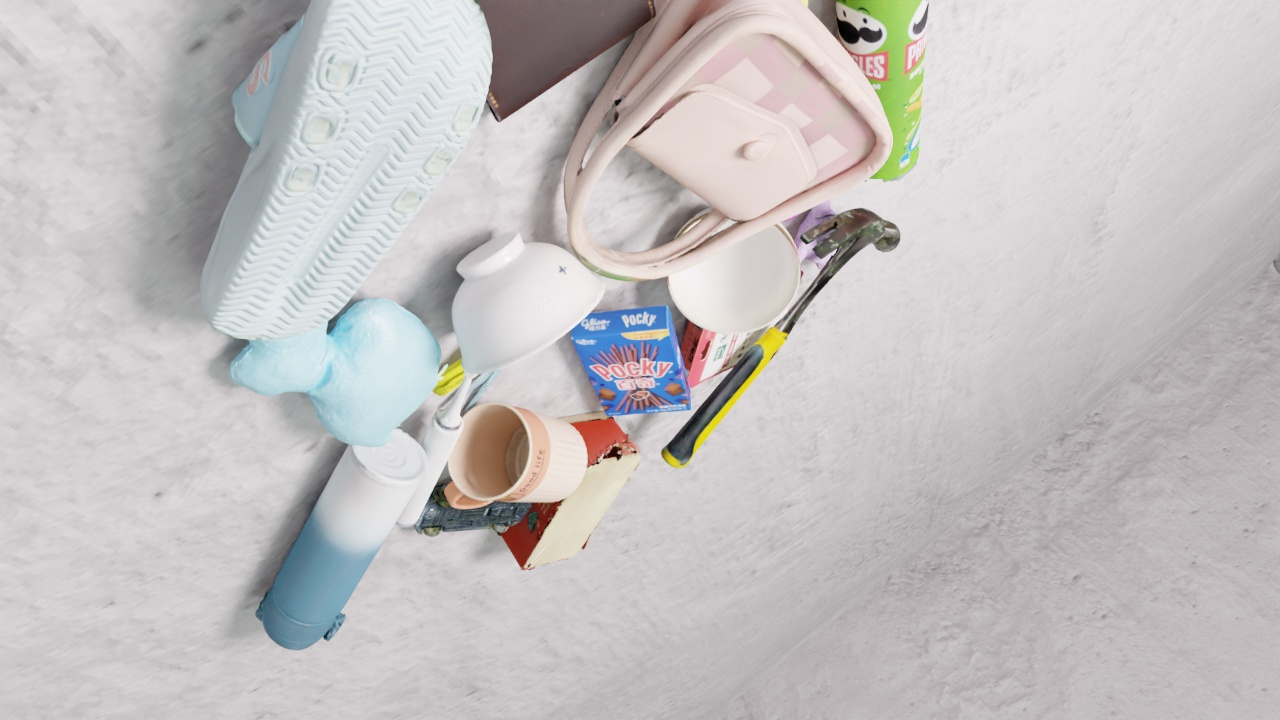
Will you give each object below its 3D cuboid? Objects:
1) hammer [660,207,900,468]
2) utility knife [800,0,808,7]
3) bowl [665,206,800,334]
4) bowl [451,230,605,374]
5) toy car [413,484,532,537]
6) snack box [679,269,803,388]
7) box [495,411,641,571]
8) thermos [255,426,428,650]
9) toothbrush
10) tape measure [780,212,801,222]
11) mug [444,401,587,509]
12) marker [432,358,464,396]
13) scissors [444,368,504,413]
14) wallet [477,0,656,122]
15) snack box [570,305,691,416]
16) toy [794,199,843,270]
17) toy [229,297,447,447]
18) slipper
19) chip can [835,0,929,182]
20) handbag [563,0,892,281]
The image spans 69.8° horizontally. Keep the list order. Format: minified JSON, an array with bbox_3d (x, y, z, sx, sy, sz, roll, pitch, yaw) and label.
[{"bbox_3d":[0.123,-0.015,0.902,0.126,0.032,0.324,5,129,-54],"label":"hammer"},{"bbox_3d":[0.105,-0.237,0.668,0.030,0.019,0.173,-26,136,-29],"label":"utility knife"},{"bbox_3d":[0.080,-0.086,0.795,0.114,0.113,0.062,-57,-171,27],"label":"bowl"},{"bbox_3d":[-0.091,-0.051,0.643,0.118,0.118,0.065,-35,113,-10],"label":"bowl"},{"bbox_3d":[-0.158,0.136,0.869,0.120,0.036,0.054,0,133,-36],"label":"toy car"},{"bbox_3d":[0.089,-0.040,0.907,0.126,0.044,0.113,-24,148,-30],"label":"snack box"},{"bbox_3d":[-0.070,0.139,0.932,0.091,0.079,0.169,-5,136,-46],"label":"box"},{"bbox_3d":[-0.247,0.152,0.754,0.070,0.070,0.221,0,131,-50],"label":"thermos"},{"bbox_3d":[-0.165,0.067,0.747,0.222,0.026,0.026,-57,-171,40],"label":"toothbrush"},{"bbox_3d":[0.122,-0.152,0.799,0.057,0.039,0.057,15,120,-51],"label":"tape measure"},{"bbox_3d":[-0.116,0.094,0.810,0.115,0.081,0.105,-40,157,13],"label":"mug"},{"bbox_3d":[-0.114,-0.008,0.710,0.124,0.015,0.018,-32,145,16],"label":"marker"},{"bbox_3d":[-0.107,0.000,0.763,0.137,0.017,0.096,-51,159,28],"label":"scissors"},{"bbox_3d":[-0.052,-0.207,0.536,0.122,0.020,0.096,-36,146,-6],"label":"wallet"},{"bbox_3d":[-0.005,0.005,0.834,0.084,0.026,0.157,-5,150,9],"label":"snack box"},{"bbox_3d":[0.187,-0.124,0.915,0.108,0.039,0.084,15,99,-55],"label":"toy"},{"bbox_3d":[-0.196,0.000,0.621,0.156,0.050,0.162,-6,129,-36],"label":"toy"},{"bbox_3d":[-0.164,-0.109,0.482,0.103,0.074,0.246,-1,138,-51],"label":"slipper"},{"bbox_3d":[0.191,-0.239,0.726,0.072,0.072,0.236,-37,152,-6],"label":"chip can"},{"bbox_3d":[0.044,-0.146,0.652,0.235,0.093,0.193,-41,140,22],"label":"handbag"}]
